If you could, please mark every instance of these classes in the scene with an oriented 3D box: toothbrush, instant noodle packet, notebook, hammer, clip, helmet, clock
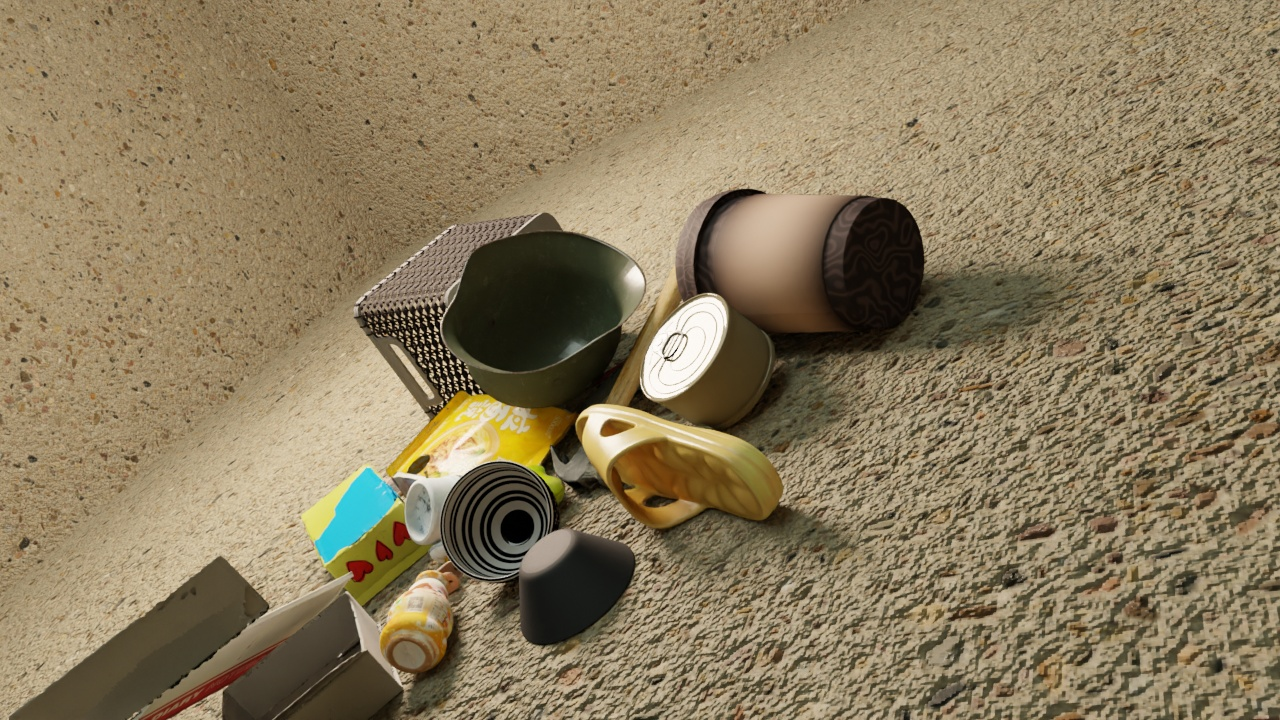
[{"bbox_3d":[0.010,-0.020,1.240,0.190,0.016,0.016,-31,20,8],"label":"toothbrush"},{"bbox_3d":[-0.194,0.117,1.169,0.222,0.084,0.162,-2,38,43],"label":"instant noodle packet"},{"bbox_3d":[-0.398,0.292,0.917,0.153,0.012,0.208,-48,-13,24],"label":"notebook"},{"bbox_3d":[-0.006,0.006,1.075,0.132,0.033,0.329,-11,45,51],"label":"hammer"},{"bbox_3d":[-0.217,0.237,0.991,0.061,0.025,0.045,-31,20,19],"label":"clip"},{"bbox_3d":[-0.126,-0.030,1.152,0.227,0.154,0.267,31,45,25],"label":"helmet"},{"bbox_3d":[-0.223,0.180,1.047,0.117,0.057,0.083,40,116,44],"label":"clock"}]

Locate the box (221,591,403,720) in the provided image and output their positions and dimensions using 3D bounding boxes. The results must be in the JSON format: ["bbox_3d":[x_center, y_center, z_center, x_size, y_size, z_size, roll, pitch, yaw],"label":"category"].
[{"bbox_3d":[-0.301,0.318,0.790,0.166,0.108,0.419,-39,8,-14],"label":"box"}]

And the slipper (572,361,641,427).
[{"bbox_3d":[0.024,0.000,1.145,0.269,0.055,0.098,-42,16,10],"label":"slipper"}]

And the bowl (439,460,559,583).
[{"bbox_3d":[-0.135,0.166,0.932,0.120,0.120,0.066,-33,-22,3],"label":"bowl"}]

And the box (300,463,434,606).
[{"bbox_3d":[-0.350,0.217,1.170,0.124,0.079,0.221,-42,24,-18],"label":"box"}]

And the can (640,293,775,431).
[{"bbox_3d":[0.069,0.003,0.955,0.128,0.073,0.127,-37,35,31],"label":"can"}]

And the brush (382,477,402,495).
[{"bbox_3d":[-0.377,0.181,1.372,0.136,0.015,0.049,-5,33,52],"label":"brush"}]

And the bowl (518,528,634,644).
[{"bbox_3d":[-0.072,0.191,0.832,0.124,0.052,0.124,-29,21,12],"label":"bowl"}]

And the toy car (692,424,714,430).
[{"bbox_3d":[0.031,0.088,0.943,0.106,0.033,0.047,-14,26,40],"label":"toy car"}]

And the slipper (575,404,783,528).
[{"bbox_3d":[0.015,0.106,0.834,0.078,0.099,0.264,-46,27,-26],"label":"slipper"}]

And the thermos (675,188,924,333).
[{"bbox_3d":[0.171,-0.104,0.987,0.172,0.173,0.227,-44,29,-26],"label":"thermos"}]

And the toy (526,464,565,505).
[{"bbox_3d":[-0.138,0.166,1.005,0.117,0.043,0.092,-46,32,-13],"label":"toy"}]

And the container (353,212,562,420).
[{"bbox_3d":[-0.219,-0.059,1.356,0.244,0.247,0.244,-3,36,49],"label":"container"}]

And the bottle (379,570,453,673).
[{"bbox_3d":[-0.213,0.251,0.896,0.063,0.063,0.109,-29,20,13],"label":"bottle"}]
